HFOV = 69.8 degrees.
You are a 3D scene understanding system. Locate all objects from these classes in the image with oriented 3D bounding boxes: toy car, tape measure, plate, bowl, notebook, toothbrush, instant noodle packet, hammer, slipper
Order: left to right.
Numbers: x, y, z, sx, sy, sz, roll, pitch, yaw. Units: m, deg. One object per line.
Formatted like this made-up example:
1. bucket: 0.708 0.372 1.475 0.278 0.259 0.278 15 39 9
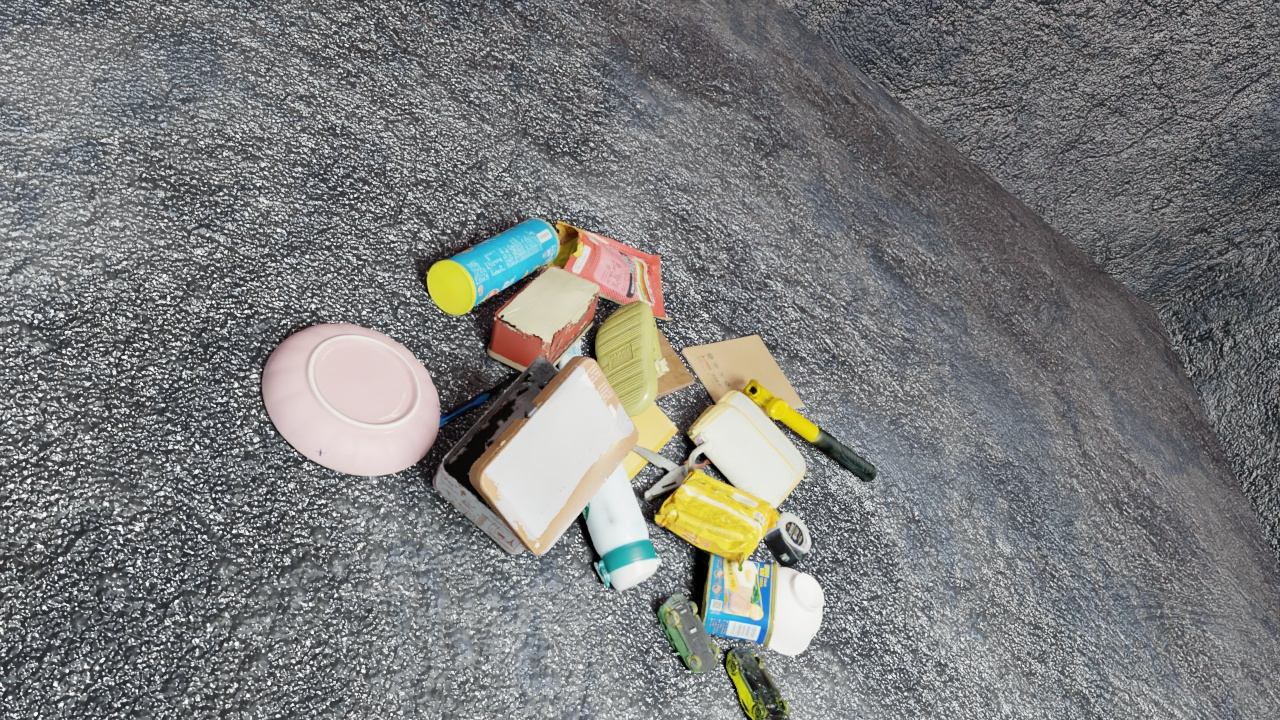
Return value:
1. plate: -0.298 0.031 0.977 0.192 0.039 0.192 23 42 -23
2. toothbrush: -0.201 0.053 1.083 0.014 0.016 0.189 54 39 2
3. notebook: -0.043 0.084 1.206 0.146 0.010 0.205 47 36 2
4. slipper: -0.007 0.007 1.248 0.081 0.092 0.190 47 28 -42
5. toy car: 0.054 0.316 1.055 0.043 0.036 0.091 -8 61 -49
6. instant noodle packet: 0.097 0.196 1.137 0.128 0.044 0.110 25 40 20
7. notebook: 0.167 0.030 1.464 0.207 0.008 0.147 -11 64 -49
8. toy car: 0.133 0.385 1.072 0.048 0.032 0.105 9 38 -39
9. tape measure: 0.204 0.246 1.272 0.066 0.034 0.065 55 35 9
10. bowl: 0.195 0.309 1.176 0.118 0.065 0.118 26 40 -25
11. hammer: 0.267 0.113 1.420 0.300 0.033 0.129 34 5 -31

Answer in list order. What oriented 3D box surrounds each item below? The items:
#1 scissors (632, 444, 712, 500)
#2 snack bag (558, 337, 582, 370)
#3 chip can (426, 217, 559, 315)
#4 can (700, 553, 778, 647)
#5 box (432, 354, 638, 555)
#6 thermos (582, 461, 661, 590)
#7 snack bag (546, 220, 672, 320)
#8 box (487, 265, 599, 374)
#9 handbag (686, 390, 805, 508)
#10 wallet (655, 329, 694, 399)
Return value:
1. scissors: 0.073 0.155 1.239 0.225 0.015 0.188 37 36 -16
2. snack bag: -0.094 -0.001 1.218 0.048 0.026 0.104 6 42 -20
3. chip can: -0.190 -0.129 1.216 0.071 0.071 0.209 46 36 1
4. can: 0.119 0.286 1.106 0.083 0.057 0.101 10 40 4
5. box: -0.102 0.095 0.956 0.150 0.167 0.181 39 61 1
6. thermos: -0.045 0.157 1.080 0.073 0.073 0.224 0 61 -44
7. snack bag: -0.039 -0.136 1.381 0.207 0.073 0.128 18 48 -40
8. box: -0.119 -0.059 1.191 0.091 0.078 0.167 24 36 9
9. handbag: 0.138 0.138 1.266 0.163 0.063 0.178 47 38 3
10. wallet: 0.022 0.003 1.341 0.101 0.020 0.115 55 35 11
